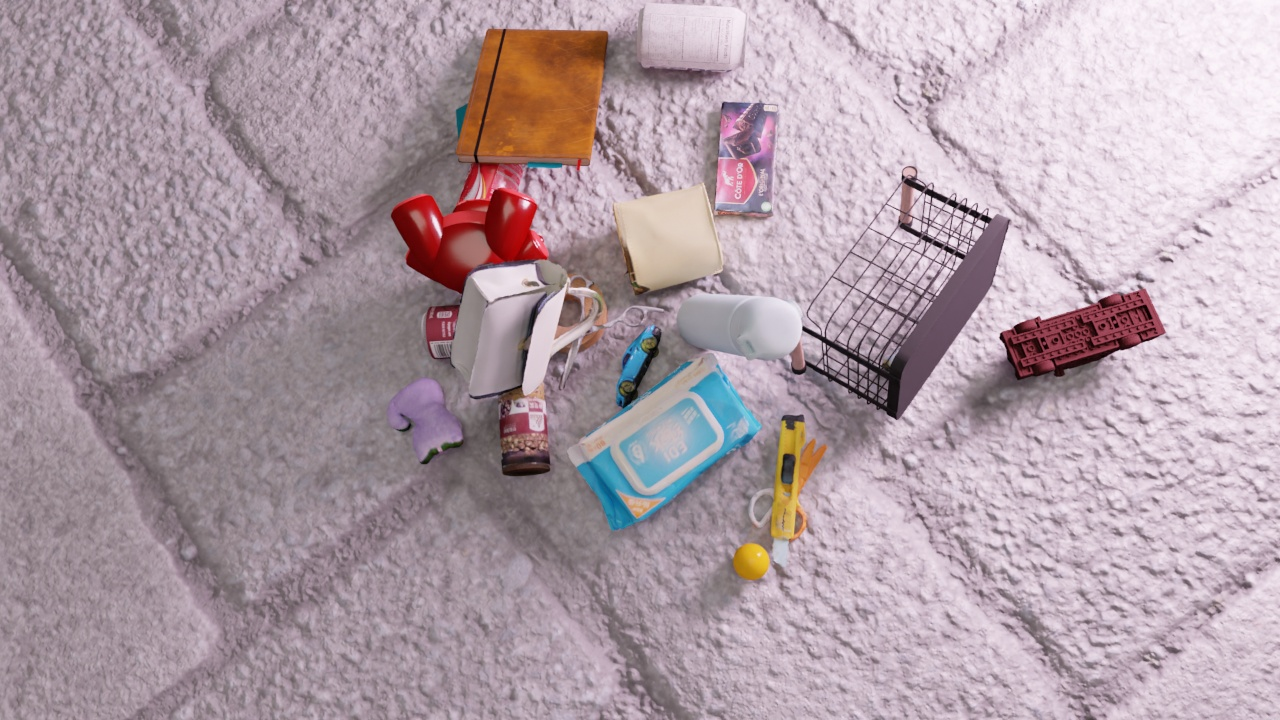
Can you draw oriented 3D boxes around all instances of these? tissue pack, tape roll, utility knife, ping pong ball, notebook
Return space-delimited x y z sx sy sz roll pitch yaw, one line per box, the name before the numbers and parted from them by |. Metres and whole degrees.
tissue pack | 0.025 0.092 1.037 0.209 0.066 0.117 -35 92 -4
tape roll | -0.087 -0.057 1.110 0.094 0.027 0.094 -1 76 4
utility knife | 0.166 0.144 1.037 0.030 0.017 0.175 3 77 16
ping pong ball | 0.123 0.223 1.017 0.040 0.040 0.040 -1 75 3
notebook | -0.140 -0.329 1.151 0.178 0.014 0.248 2 58 4

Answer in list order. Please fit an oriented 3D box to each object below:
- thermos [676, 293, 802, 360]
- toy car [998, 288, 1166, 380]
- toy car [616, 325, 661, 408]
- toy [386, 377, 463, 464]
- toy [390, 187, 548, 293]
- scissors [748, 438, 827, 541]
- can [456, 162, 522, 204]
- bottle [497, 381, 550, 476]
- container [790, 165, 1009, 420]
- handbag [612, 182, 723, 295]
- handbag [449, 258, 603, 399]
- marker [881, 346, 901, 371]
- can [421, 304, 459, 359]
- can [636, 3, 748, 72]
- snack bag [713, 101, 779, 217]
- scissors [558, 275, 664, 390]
thermos | 0.104 -0.039 0.999 0.077 0.207 0.065 -34 104 -12
toy car | 0.495 -0.026 1.046 0.170 0.062 0.070 -17 75 -1
toy car | -0.006 0.006 1.078 0.032 0.048 0.105 23 79 9
toy | -0.256 0.073 1.085 0.080 0.036 0.099 -30 71 6
toy | -0.183 -0.128 1.046 0.158 0.197 0.120 -7 84 2
scissors | 0.170 0.141 1.051 0.073 0.012 0.131 24 79 9
can | -0.187 -0.210 1.137 0.064 0.064 0.104 15 77 7
bottle | -0.136 0.078 1.063 0.056 0.056 0.105 -6 75 2
container | 0.282 -0.071 1.009 0.130 0.163 0.241 33 78 24
handbag | 0.031 -0.145 1.102 0.119 0.081 0.111 -14 82 -2
handbag | -0.110 -0.036 1.006 0.175 0.152 0.074 -14 52 -34
marker | 0.343 -0.037 1.082 0.146 0.017 0.017 -40 77 -7
can | -0.198 -0.036 1.093 0.114 0.063 0.063 -3 75 3
can | 0.066 -0.409 1.165 0.136 0.078 0.078 5 76 5
snack bag | 0.134 -0.254 1.152 0.074 0.018 0.155 4 78 4
scissors | -0.055 -0.036 1.078 0.172 0.014 0.141 -5 73 7
